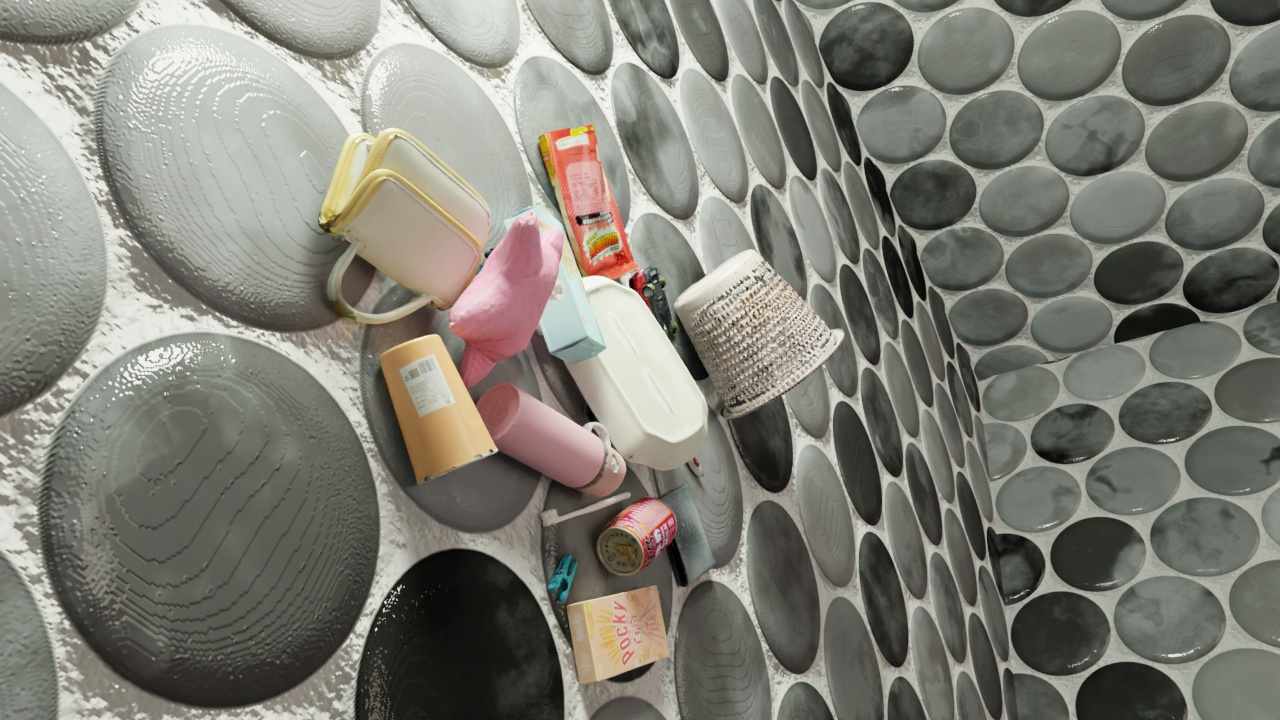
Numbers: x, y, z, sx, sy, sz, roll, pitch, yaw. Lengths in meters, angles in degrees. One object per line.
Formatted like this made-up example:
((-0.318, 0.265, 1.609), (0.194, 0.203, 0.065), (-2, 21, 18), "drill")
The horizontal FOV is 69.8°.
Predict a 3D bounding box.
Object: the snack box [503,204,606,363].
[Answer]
((-0.097, -0.086, 1.054), (0.074, 0.052, 0.174), (34, 34, -73), "snack box")

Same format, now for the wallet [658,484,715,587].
((0.060, 0.232, 1.228), (0.097, 0.019, 0.121), (-10, 81, -64), "wallet")

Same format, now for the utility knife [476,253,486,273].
((-0.179, -0.109, 1.003), (0.209, 0.013, 0.029), (5, 72, -61), "utility knife")

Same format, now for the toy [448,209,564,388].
((-0.136, -0.064, 0.920), (0.074, 0.195, 0.178), (29, 26, 11), "toy")

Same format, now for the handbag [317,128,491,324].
((-0.222, -0.108, 0.863), (0.163, 0.063, 0.178), (40, 56, -49), "handbag")

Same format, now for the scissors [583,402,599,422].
((-0.009, 0.035, 1.175), (0.177, 0.019, 0.169), (2, 64, -41), "scissors")

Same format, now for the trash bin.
((0.164, -0.052, 1.397), (0.192, 0.228, 0.226), (54, 31, -7), "trash bin")

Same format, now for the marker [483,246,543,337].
((-0.136, -0.076, 1.039), (0.022, 0.018, 0.131), (-42, 129, -12), "marker")

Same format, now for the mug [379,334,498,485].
((-0.189, 0.043, 0.839), (0.078, 0.078, 0.122), (-20, 87, -62), "mug")

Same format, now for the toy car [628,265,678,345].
((0.018, -0.072, 1.299), (0.052, 0.045, 0.120), (-36, 112, -58), "toy car")

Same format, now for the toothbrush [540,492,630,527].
((-0.059, 0.167, 1.056), (0.179, 0.016, 0.016), (-4, 71, -60), "toothbrush")

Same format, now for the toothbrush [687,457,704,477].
((0.045, 0.095, 1.278), (0.187, 0.017, 0.016), (56, 30, -26), "toothbrush")

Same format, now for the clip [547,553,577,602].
((-0.082, 0.230, 0.979), (0.048, 0.015, 0.056), (56, 31, -23), "clip")

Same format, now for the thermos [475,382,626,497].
((-0.091, 0.083, 0.992), (0.198, 0.067, 0.087), (35, 49, -47), "thermos")

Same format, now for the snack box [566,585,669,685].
((-0.022, 0.305, 1.029), (0.157, 0.026, 0.084), (11, 65, -59), "snack box")

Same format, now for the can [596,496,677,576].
((-0.004, 0.206, 1.075), (0.093, 0.067, 0.066), (-27, 98, -62), "can")

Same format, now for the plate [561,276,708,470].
((-0.007, 0.007, 1.122), (0.161, 0.034, 0.265), (-24, 80, -40), "plate")

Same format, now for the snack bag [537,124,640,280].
((-0.066, -0.204, 1.215), (0.128, 0.073, 0.208), (-30, 106, -57), "snack bag")
